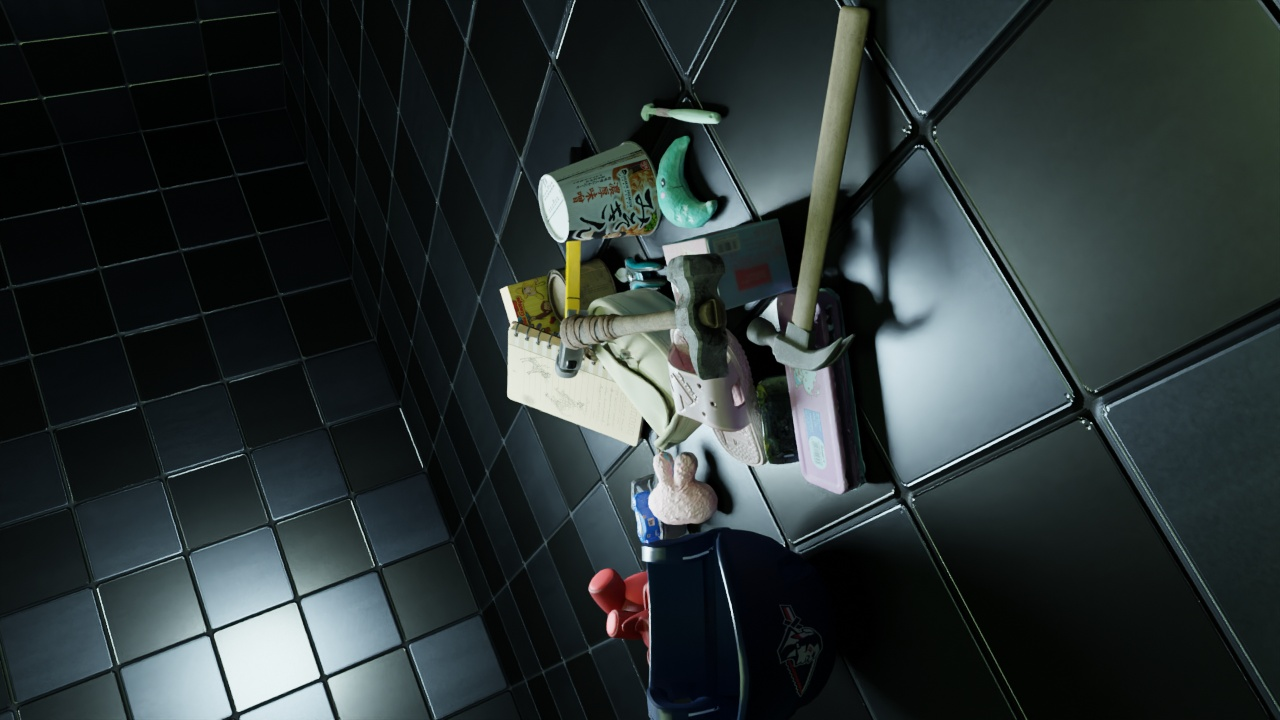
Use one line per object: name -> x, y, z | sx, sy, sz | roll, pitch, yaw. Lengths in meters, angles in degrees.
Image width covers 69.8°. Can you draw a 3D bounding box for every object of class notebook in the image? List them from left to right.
notebook -> -0.097, 0.034, 1.371 | 0.225, 0.024, 0.168 | 20, 136, 10

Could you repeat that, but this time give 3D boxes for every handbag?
handbag -> -0.007, 0.007, 1.171 | 0.229, 0.131, 0.184 | 54, 143, 32

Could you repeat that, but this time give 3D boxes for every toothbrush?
toothbrush -> 0.044, -0.278, 1.037 | 0.155, 0.015, 0.022 | 29, 100, 55

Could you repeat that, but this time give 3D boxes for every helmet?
helmet -> 0.114, 0.307, 1.032 | 0.272, 0.223, 0.232 | -20, -72, -86

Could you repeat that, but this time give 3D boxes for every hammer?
hammer -> -0.091, -0.146, 1.252 | 0.170, 0.034, 0.324 | 116, 155, -69
hammer -> -0.008, -0.038, 1.000 | 0.319, 0.048, 0.121 | -4, 94, 59
hammer -> 0.028, 0.103, 1.305 | 0.098, 0.044, 0.323 | 41, 139, 48
hammer -> 0.166, -0.143, 0.829 | 0.119, 0.030, 0.332 | 35, 127, 46

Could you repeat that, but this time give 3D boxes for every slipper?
slipper -> 0.082, 0.048, 1.027 | 0.094, 0.064, 0.239 | 19, 148, 41

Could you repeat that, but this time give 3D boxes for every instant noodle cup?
instant noodle cup -> -0.056, -0.206, 1.167 | 0.123, 0.121, 0.124 | 44, 144, 46

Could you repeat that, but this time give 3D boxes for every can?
can -> -0.088, -0.099, 1.360 | 0.090, 0.074, 0.090 | 44, 143, 46

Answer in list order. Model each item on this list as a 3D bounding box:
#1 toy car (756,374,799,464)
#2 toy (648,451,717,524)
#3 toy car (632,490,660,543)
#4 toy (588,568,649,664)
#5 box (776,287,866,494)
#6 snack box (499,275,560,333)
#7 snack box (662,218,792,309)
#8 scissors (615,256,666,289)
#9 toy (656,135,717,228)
toy car -> 0.155, 0.063, 1.006 | 0.033, 0.048, 0.105 | -82, -17, -70
toy -> 0.054, 0.175, 1.260 | 0.109, 0.053, 0.105 | -4, 101, 39
toy car -> 0.019, 0.235, 1.300 | 0.062, 0.033, 0.092 | -174, 72, -68
toy -> 0.033, 0.361, 1.326 | 0.197, 0.158, 0.120 | 25, 123, 57
box -> 0.185, 0.030, 0.935 | 0.076, 0.033, 0.214 | 15, 120, 59
snack box -> -0.141, -0.085, 1.417 | 0.040, 0.125, 0.088 | -9, 98, 65
snack box -> 0.091, -0.098, 0.969 | 0.095, 0.092, 0.079 | 5, 110, 63
scissors -> -0.003, -0.122, 1.239 | 0.136, 0.019, 0.138 | 56, 152, 35
toy -> 0.048, -0.200, 1.067 | 0.085, 0.033, 0.105 | -35, 73, 53
